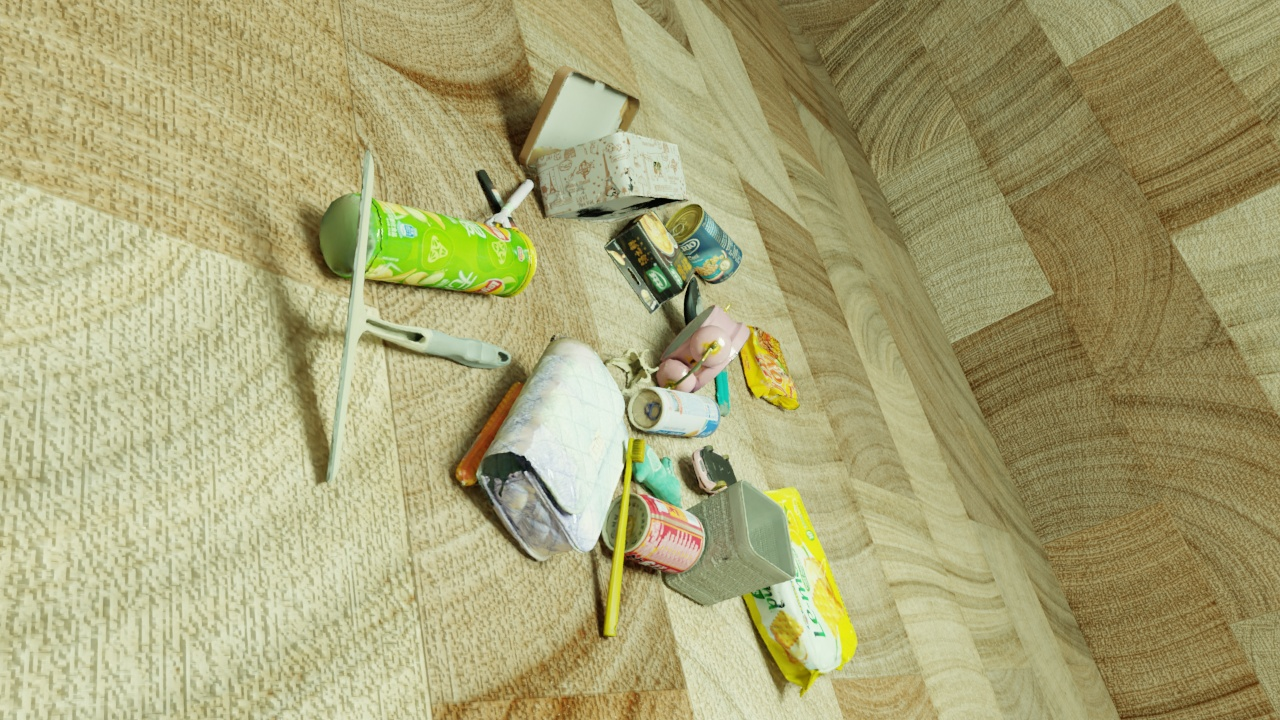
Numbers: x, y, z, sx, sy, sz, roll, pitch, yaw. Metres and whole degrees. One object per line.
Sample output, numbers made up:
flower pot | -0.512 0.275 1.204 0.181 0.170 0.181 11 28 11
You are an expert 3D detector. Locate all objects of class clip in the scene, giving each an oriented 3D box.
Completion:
clip | -0.013 -0.003 1.090 0.083 0.035 0.104 54 23 -15

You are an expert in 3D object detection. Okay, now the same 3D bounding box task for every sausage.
sausage | -0.131 0.063 0.831 0.021 0.021 0.164 52 28 -16

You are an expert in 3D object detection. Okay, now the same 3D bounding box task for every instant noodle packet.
instant noodle packet | 0.198 0.012 1.431 0.110 0.044 0.128 23 45 -45

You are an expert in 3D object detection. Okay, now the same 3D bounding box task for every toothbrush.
toothbrush | -0.015 0.164 0.868 0.016 0.017 0.189 58 37 -63
toothbrush | -0.141 -0.175 1.025 0.029 0.021 0.188 21 24 -5

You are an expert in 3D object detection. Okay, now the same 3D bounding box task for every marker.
marker | -0.153 -0.160 1.025 0.018 0.015 0.124 -6 66 -63

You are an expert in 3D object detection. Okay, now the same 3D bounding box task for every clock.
clock | 0.075 -0.010 1.162 0.060 0.117 0.158 44 27 -8

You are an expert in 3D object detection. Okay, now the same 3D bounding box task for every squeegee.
squeegee | -0.185 -0.019 0.785 0.246 0.039 0.246 20 73 -68

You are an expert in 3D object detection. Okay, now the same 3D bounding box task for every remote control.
remote control | 0.076 -0.053 1.266 0.053 0.024 0.136 -71 153 -48

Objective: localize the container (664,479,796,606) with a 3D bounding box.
container | 0.089 0.199 0.975 0.090 0.114 0.090 39 34 -36

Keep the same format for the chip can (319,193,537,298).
chip can | -0.188 -0.101 0.839 0.220 0.073 0.072 2 62 -59

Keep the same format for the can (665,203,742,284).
can | 0.097 -0.176 1.405 0.111 0.075 0.075 40 33 -35

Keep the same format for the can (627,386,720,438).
can | 0.042 0.063 1.095 0.134 0.053 0.053 13 53 -56

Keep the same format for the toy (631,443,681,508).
toy | 0.019 0.128 1.024 0.092 0.030 0.096 52 20 -26

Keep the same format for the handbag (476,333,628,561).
handbag | -0.070 0.078 0.845 0.134 0.076 0.193 62 25 -25

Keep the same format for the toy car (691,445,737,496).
toy car | 0.091 0.140 1.127 0.122 0.037 0.056 32 38 -64

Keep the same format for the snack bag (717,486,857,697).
snack bag | 0.176 0.267 1.110 0.157 0.068 0.246 7 57 -58

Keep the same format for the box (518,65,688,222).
box | -0.050 -0.274 1.162 0.182 0.153 0.178 -13 94 -63

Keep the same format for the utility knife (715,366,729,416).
utility knife | 0.116 0.003 1.328 0.029 0.013 0.207 41 33 -34

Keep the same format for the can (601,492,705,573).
can | 0.012 0.173 0.921 0.093 0.067 0.066 30 40 -45

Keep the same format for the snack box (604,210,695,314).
snack box | 0.016 -0.140 1.266 0.113 0.053 0.125 54 22 -12
